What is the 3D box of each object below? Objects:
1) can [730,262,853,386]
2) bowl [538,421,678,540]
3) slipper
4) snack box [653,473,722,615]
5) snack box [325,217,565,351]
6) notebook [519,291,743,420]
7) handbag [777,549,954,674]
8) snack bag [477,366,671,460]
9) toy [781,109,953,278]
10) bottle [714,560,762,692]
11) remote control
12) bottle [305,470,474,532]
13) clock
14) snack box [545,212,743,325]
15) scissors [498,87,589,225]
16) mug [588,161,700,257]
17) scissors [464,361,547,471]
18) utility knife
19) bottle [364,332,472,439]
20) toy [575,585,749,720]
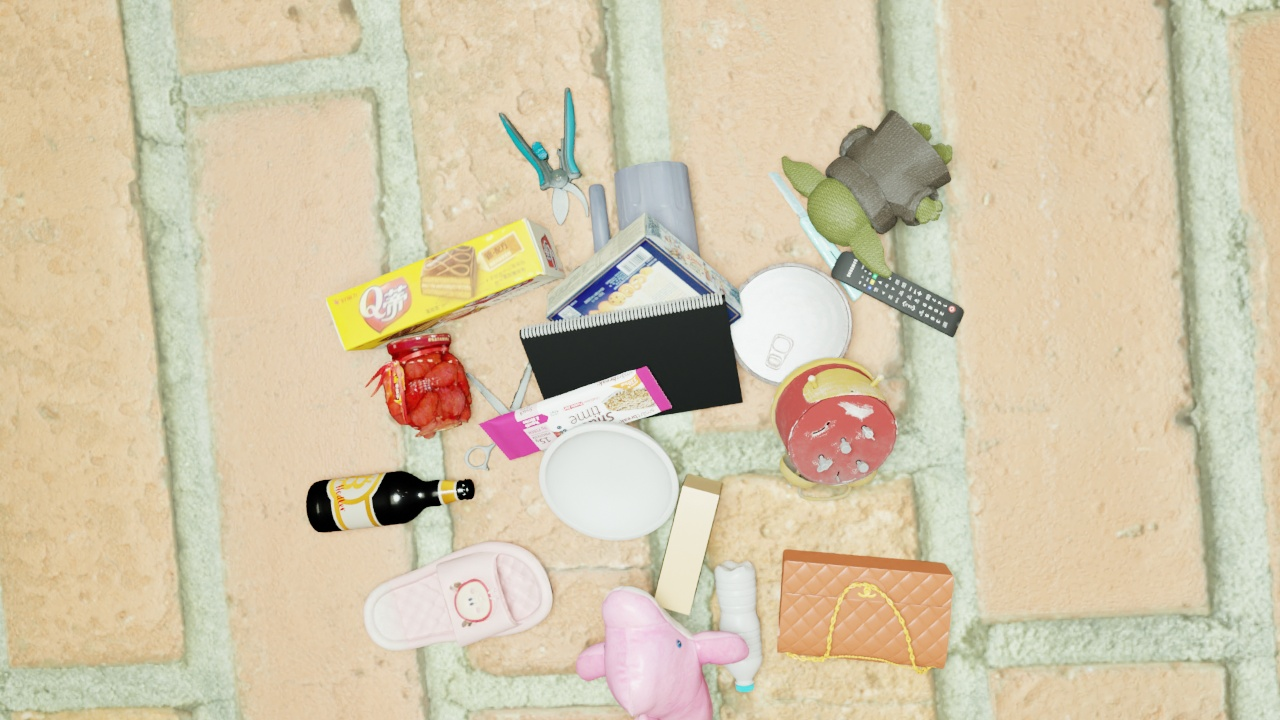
[{"bbox_3d":[0.156,-0.037,0.971,0.130,0.044,0.130,0,92,7],"label":"can"},{"bbox_3d":[-0.031,0.122,0.986,0.149,0.043,0.150,4,119,7],"label":"bowl"},{"bbox_3d":[-0.206,0.266,1.019,0.222,0.055,0.107,-15,88,8],"label":"slipper"},{"bbox_3d":[0.051,0.191,0.968,0.040,0.088,0.126,14,93,6],"label":"snack box"},{"bbox_3d":[-0.205,-0.078,0.981,0.230,0.110,0.061,-20,90,7],"label":"snack box"},{"bbox_3d":[-0.006,0.006,0.949,0.207,0.016,0.149,-9,133,6],"label":"notebook"},{"bbox_3d":[0.234,0.267,0.966,0.172,0.060,0.109,4,96,7],"label":"handbag"},{"bbox_3d":[-0.069,0.060,0.976,0.197,0.016,0.070,-19,134,15],"label":"snack bag"},{"bbox_3d":[0.242,-0.181,0.939,0.153,0.078,0.179,-40,63,10],"label":"toy"},{"bbox_3d":[0.107,0.286,0.987,0.044,0.044,0.136,-5,91,7],"label":"bottle"},{"bbox_3d":[0.271,-0.069,0.962,0.147,0.015,0.033,27,82,-1],"label":"remote control"},{"bbox_3d":[-0.274,0.153,1.021,0.182,0.059,0.059,-8,91,7],"label":"bottle"},{"bbox_3d":[0.197,0.082,0.935,0.117,0.081,0.159,-1,119,-6],"label":"clock"},{"bbox_3d":[0.004,-0.057,0.933,0.145,0.042,0.145,-36,125,28],"label":"snack box"},{"bbox_3d":[-0.094,-0.232,1.010,0.155,0.019,0.124,39,97,2],"label":"scissors"},{"bbox_3d":[0.000,-0.147,0.977,0.124,0.083,0.104,-7,90,34],"label":"mug"},{"bbox_3d":[-0.135,0.078,1.026,0.175,0.014,0.142,41,99,2],"label":"scissors"},{"bbox_3d":[0.187,-0.135,0.982,0.022,0.015,0.165,-34,85,-8],"label":"utility knife"},{"bbox_3d":[-0.238,0.031,0.996,0.099,0.099,0.111,-12,87,7],"label":"bottle"},{"bbox_3d":[0.018,0.342,0.920,0.187,0.127,0.266,-12,124,20],"label":"toy"}]
